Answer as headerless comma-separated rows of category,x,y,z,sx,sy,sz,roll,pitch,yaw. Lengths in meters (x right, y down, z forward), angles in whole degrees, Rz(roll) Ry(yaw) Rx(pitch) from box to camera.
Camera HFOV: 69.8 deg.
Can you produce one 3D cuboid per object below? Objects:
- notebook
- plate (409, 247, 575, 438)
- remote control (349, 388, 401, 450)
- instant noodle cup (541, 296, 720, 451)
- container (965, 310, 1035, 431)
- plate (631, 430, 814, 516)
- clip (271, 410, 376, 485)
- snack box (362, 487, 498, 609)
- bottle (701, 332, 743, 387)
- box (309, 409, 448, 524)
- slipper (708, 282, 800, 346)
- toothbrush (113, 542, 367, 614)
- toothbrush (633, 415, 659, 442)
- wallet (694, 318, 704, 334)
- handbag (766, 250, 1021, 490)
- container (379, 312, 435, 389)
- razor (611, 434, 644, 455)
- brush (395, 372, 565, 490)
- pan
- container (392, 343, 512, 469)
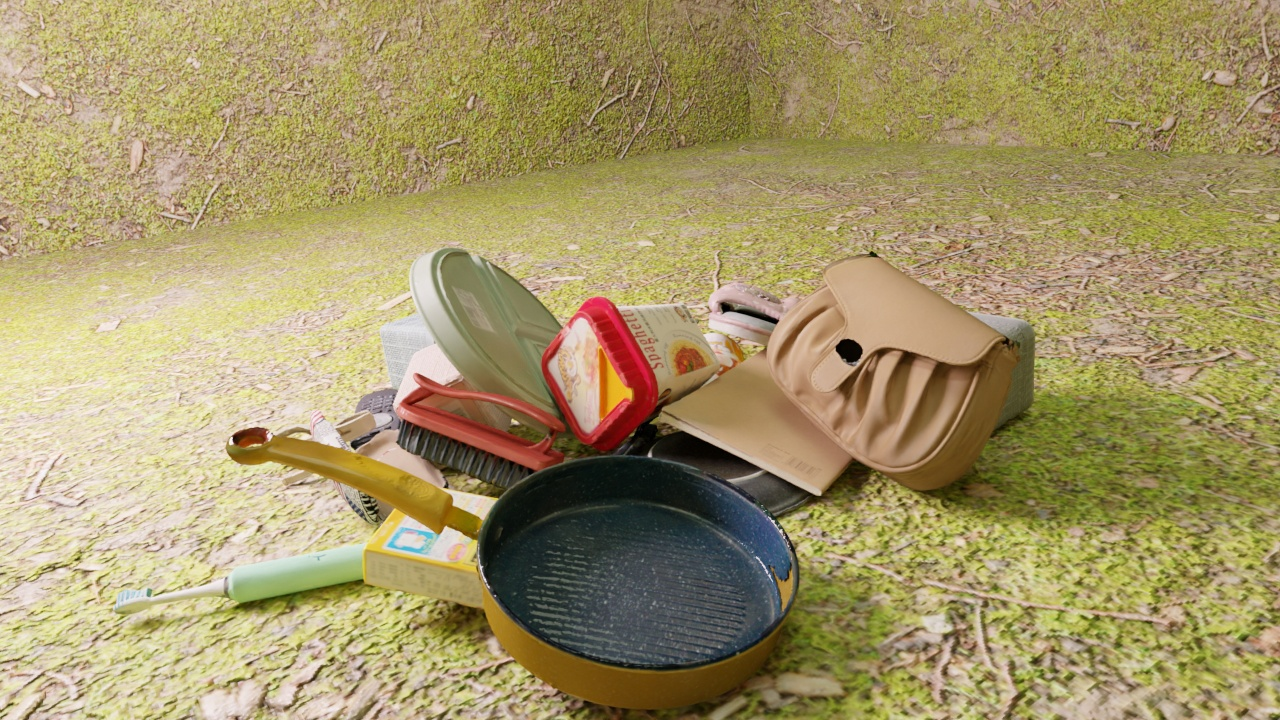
notebook,0.132,0.046,0.817,0.149,0.012,0.210,25,28,24
plate,-0.125,-0.023,0.887,0.027,0.230,0.229,-42,11,17
remote control,-0.264,0.064,0.928,0.053,0.024,0.136,-13,23,-8
instant noodle cup,-0.005,0.005,0.832,0.124,0.116,0.117,-15,-22,-41
container,0.284,0.018,0.823,0.114,0.090,0.090,-25,26,-37
plate,0.064,0.087,0.775,0.179,0.024,0.179,-5,19,2
clip,-0.303,0.081,0.854,0.099,0.035,0.098,-12,23,10
snack box,-0.108,0.130,0.634,0.140,0.034,0.086,8,24,7
bottle,0.072,0.021,0.909,0.063,0.063,0.108,-3,33,6
box,-0.227,0.082,0.773,0.075,0.085,0.162,-39,33,-14
slipper,0.135,-0.053,1.024,0.114,0.054,0.274,18,9,8
toothbrush,-0.257,0.155,0.658,0.224,0.026,0.027,-9,40,-10
toothbrush,0.036,0.038,0.927,0.018,0.014,0.188,13,28,20
wallet,0.038,-0.011,1.065,0.118,0.035,0.131,-17,25,-23
handbag,0.195,0.003,0.745,0.099,0.148,0.204,26,13,-41
container,-0.228,-0.009,1.039,0.112,0.090,0.089,6,22,38
razor,-0.045,0.099,0.757,0.142,0.022,0.043,-31,3,-38
brush,-0.137,0.059,0.771,0.146,0.069,0.063,18,4,11
pan,-0.079,0.103,0.568,0.357,0.078,0.197,8,27,3
container,-0.172,0.036,0.865,0.090,0.090,0.110,-24,20,9
